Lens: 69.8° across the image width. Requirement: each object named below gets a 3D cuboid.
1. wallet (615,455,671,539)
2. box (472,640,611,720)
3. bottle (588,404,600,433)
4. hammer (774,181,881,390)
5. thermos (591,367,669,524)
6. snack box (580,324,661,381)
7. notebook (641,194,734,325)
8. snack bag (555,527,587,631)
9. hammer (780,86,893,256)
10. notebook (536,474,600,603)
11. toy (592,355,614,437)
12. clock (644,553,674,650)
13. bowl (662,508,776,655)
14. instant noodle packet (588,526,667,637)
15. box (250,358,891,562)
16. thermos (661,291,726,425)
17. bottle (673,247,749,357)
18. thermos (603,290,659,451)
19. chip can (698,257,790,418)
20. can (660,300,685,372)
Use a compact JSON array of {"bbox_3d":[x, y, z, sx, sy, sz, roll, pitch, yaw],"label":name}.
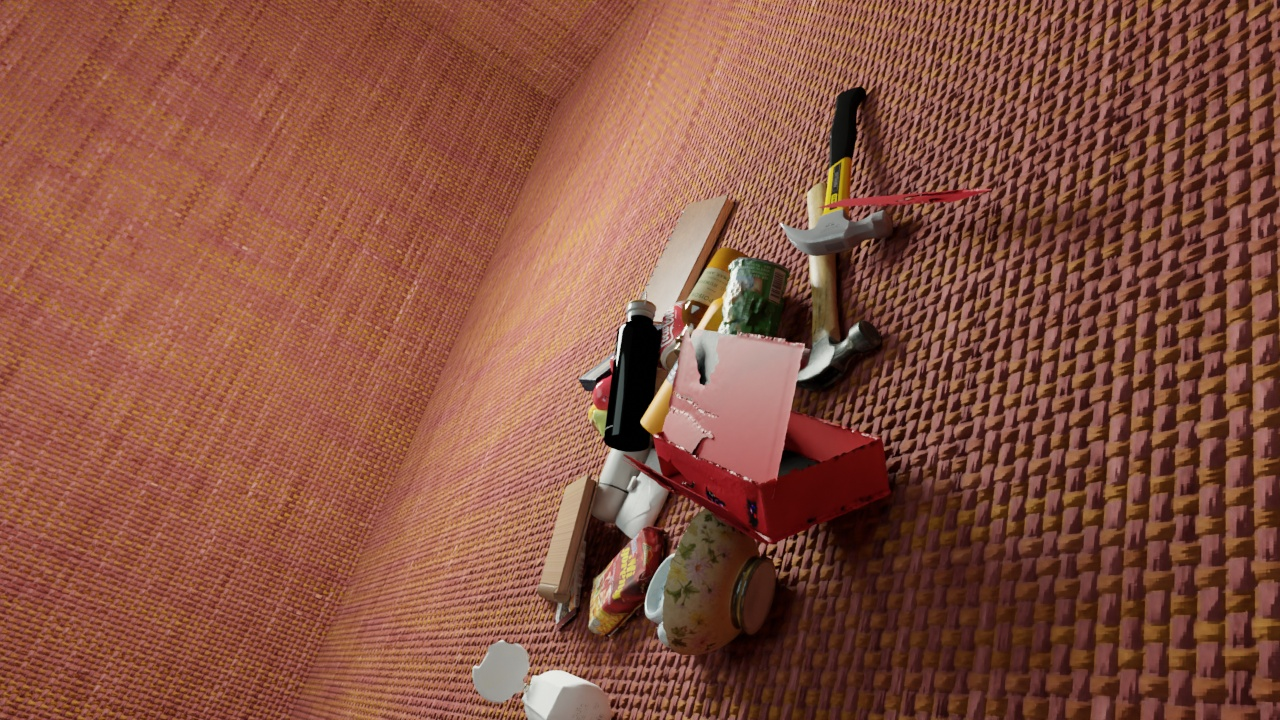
[{"bbox_3d":[0.008,0.173,1.192,0.116,0.032,0.086,-63,22,-4],"label":"wallet"},{"bbox_3d":[-0.116,0.384,1.058,0.083,0.143,0.138,-65,17,-19],"label":"box"},{"bbox_3d":[-0.035,0.063,1.404,0.063,0.063,0.108,-37,18,51],"label":"bottle"},{"bbox_3d":[0.208,-0.097,1.053,0.133,0.033,0.329,-47,24,40],"label":"hammer"},{"bbox_3d":[-0.011,0.118,1.279,0.052,0.052,0.223,-17,48,64],"label":"thermos"},{"bbox_3d":[-0.021,-0.004,1.413,0.150,0.027,0.082,-37,11,-17],"label":"snack box"},{"bbox_3d":[0.066,-0.161,1.505,0.225,0.024,0.167,-64,21,-6],"label":"notebook"},{"bbox_3d":[-0.099,0.306,1.311,0.057,0.013,0.157,-49,23,36],"label":"snack bag"},{"bbox_3d":[0.242,-0.237,1.110,0.127,0.029,0.322,-15,39,29],"label":"hammer"},{"bbox_3d":[-0.105,0.253,1.292,0.211,0.022,0.169,136,150,-72],"label":"notebook"},{"bbox_3d":[-0.023,0.053,1.340,0.045,0.091,0.135,147,137,-71],"label":"toy"},{"bbox_3d":[0.048,0.249,0.946,0.083,0.057,0.117,-59,13,8],"label":"clock"},{"bbox_3d":[0.084,0.211,0.855,0.063,0.145,0.145,10,68,30],"label":"bowl"},{"bbox_3d":[-0.018,0.269,1.119,0.136,0.039,0.098,-50,16,33],"label":"instant noodle packet"},{"bbox_3d":[-0.051,0.069,0.773,0.215,0.510,0.141,-162,75,-65],"label":"box"},{"bbox_3d":[0.090,0.000,1.142,0.233,0.076,0.091,-59,4,9],"label":"thermos"},{"bbox_3d":[0.094,-0.069,1.213,0.156,0.068,0.068,-58,18,-14],"label":"bottle"},{"bbox_3d":[-0.008,0.008,1.264,0.061,0.061,0.230,-34,43,53],"label":"thermos"},{"bbox_3d":[0.115,-0.006,1.042,0.076,0.075,0.223,-12,63,65],"label":"chip can"},{"bbox_3d":[0.061,-0.032,1.281,0.064,0.064,0.104,-48,24,35],"label":"can"}]
